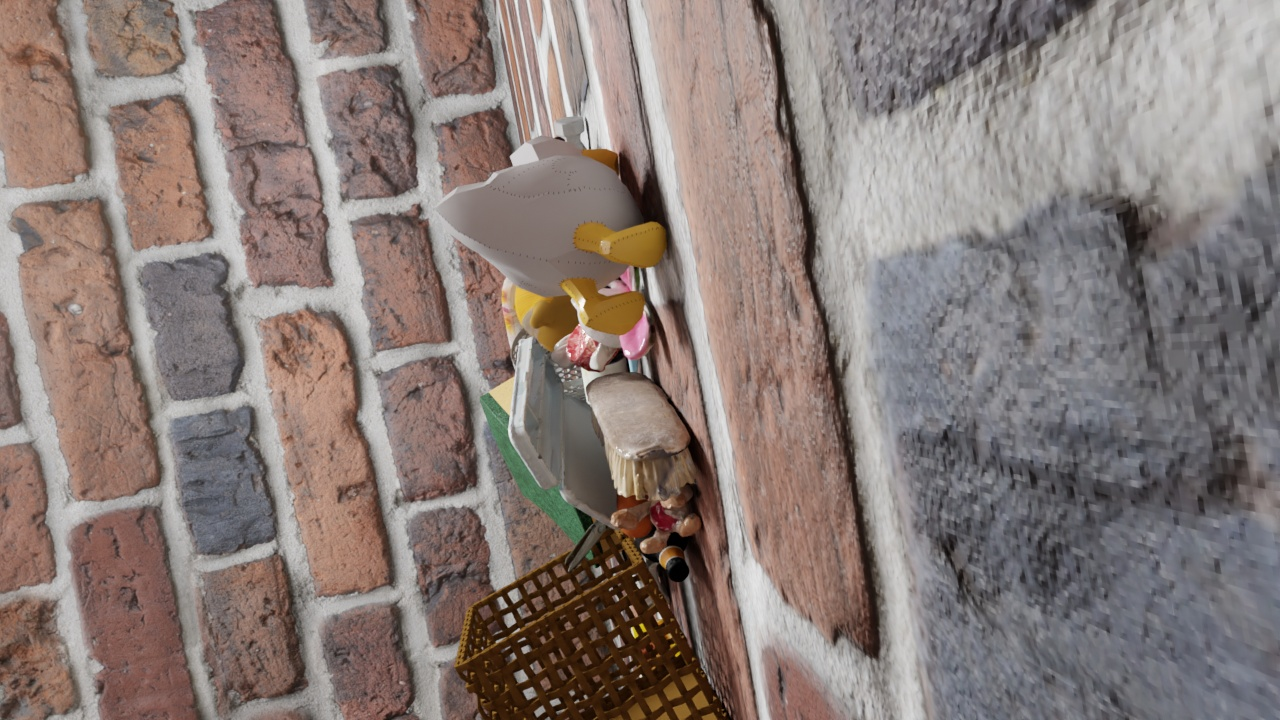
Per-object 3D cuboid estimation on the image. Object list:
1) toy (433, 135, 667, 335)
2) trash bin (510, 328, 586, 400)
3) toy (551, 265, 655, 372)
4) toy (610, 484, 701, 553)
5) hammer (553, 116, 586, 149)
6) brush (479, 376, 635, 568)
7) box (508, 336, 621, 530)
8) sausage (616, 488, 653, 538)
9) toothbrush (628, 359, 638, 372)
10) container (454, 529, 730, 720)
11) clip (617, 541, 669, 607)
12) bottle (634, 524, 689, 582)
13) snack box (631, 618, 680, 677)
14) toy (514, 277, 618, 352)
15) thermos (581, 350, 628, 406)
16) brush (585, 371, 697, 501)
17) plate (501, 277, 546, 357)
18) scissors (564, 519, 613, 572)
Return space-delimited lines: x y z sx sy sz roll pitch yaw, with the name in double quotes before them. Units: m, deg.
"toy" -0.082 -0.145 0.906 0.267 0.246 0.141 50 133 38
"trash bin" -0.108 0.043 1.430 0.156 0.156 0.184 -109 8 -45
"toy" -0.039 -0.045 1.032 0.195 0.084 0.159 -40 53 54
"toy" 0.027 0.140 0.951 0.074 0.085 0.105 45 -150 -19
"hammer" -0.087 -0.196 1.137 0.327 0.039 0.131 -91 -7 -60
"brush" -0.114 0.148 1.276 0.250 0.075 0.195 32 148 49
"box" -0.086 0.083 1.056 0.192 0.061 0.209 51 -163 -30
"sausage" -0.003 0.127 1.034 0.163 0.044 0.039 -83 10 -46
"toothbrush" -0.007 0.007 1.153 0.022 0.016 0.155 22 127 44
"container" -0.057 0.353 1.055 0.214 0.219 0.252 62 173 -3
"clip" 0.005 0.292 1.327 0.144 0.074 0.124 72 179 -58
"bottle" 0.023 0.195 1.029 0.181 0.059 0.059 -125 25 -71
"snack box" 0.027 0.439 1.328 0.084 0.061 0.105 90 167 -56
"toy" -0.095 -0.077 1.277 0.198 0.162 0.203 37 165 9
"thermos" -0.037 0.102 1.315 0.068 0.068 0.230 -122 23 -70
"brush" -0.004 0.069 0.964 0.271 0.083 0.057 -127 28 -72
"plate" -0.136 -0.097 1.444 0.016 0.186 0.187 31 142 32
"scissors" -0.031 0.183 1.112 0.146 0.015 0.187 37 -114 -52
